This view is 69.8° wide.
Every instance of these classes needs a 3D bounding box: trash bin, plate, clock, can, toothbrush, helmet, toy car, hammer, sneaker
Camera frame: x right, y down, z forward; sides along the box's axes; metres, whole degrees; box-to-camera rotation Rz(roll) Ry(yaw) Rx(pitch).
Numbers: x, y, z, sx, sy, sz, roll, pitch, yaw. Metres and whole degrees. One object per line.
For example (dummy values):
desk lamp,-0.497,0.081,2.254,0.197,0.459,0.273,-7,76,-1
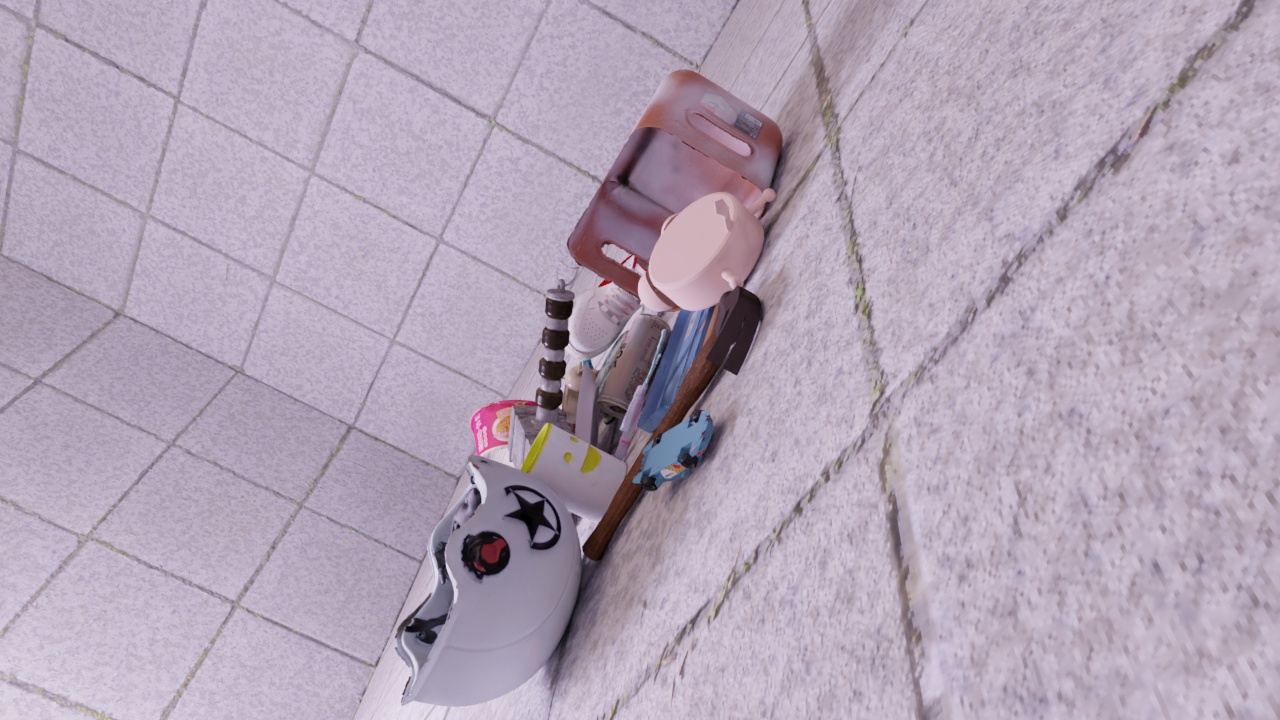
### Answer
trash bin,0.045,-0.214,1.171,0.261,0.181,0.157,-52,12,49
plate,-0.068,0.097,1.208,0.188,0.016,0.188,9,-95,-88
clock,0.063,-0.126,1.016,0.161,0.086,0.130,-16,46,55
can,-0.007,0.007,1.195,0.135,0.054,0.054,-65,10,-20
toothbrush,0.088,-0.057,1.002,0.016,0.016,0.166,-43,23,53
helmet,-0.150,0.245,0.964,0.263,0.163,0.237,-83,18,-47
toy car,0.037,0.085,0.834,0.108,0.027,0.060,-36,26,47
hammer,-0.125,0.019,1.294,0.177,0.079,0.327,-132,47,-65
sneaker,-0.021,-0.100,1.363,0.236,0.090,0.104,-43,3,-29
clock,-0.095,0.046,1.412,0.141,0.054,0.092,91,-170,-54
hammer,0.027,0.070,0.922,0.323,0.033,0.115,-60,8,17

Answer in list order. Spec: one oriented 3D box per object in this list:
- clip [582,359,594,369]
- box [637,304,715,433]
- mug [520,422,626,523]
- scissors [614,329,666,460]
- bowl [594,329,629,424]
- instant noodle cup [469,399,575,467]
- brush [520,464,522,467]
clip,-0.065,0.030,1.485,0.027,0.104,0.121,-69,4,-57
box,0.055,-0.020,1.059,0.126,0.021,0.208,-48,18,50
mug,-0.081,0.133,1.077,0.083,0.106,0.082,-59,11,18
scissors,-0.001,0.045,1.070,0.173,0.014,0.170,-41,-28,-81
bowl,-0.030,0.015,1.336,0.158,0.038,0.157,-59,10,17
instant noodle cup,-0.192,0.141,1.488,0.179,0.178,0.077,129,149,-49
brush,-0.139,0.198,1.203,0.082,0.041,0.174,45,124,47
